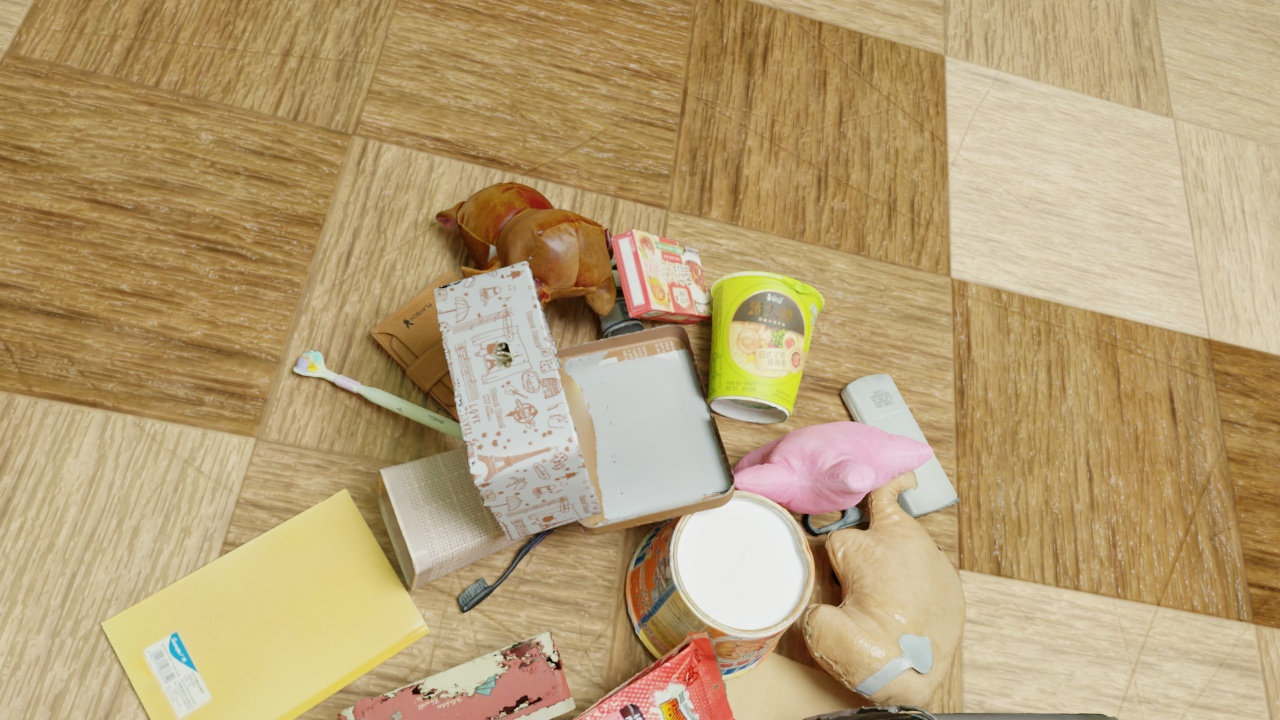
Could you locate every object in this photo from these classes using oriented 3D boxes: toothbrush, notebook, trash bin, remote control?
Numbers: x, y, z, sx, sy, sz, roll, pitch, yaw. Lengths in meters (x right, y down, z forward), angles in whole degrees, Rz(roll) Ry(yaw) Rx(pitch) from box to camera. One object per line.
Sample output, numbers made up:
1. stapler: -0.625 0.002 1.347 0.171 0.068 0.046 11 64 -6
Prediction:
1. toothbrush: -0.088 0.154 0.812 0.017 0.014 0.188 40 63 18
2. notebook: 0.139 0.340 0.788 0.211 0.012 0.149 22 62 -3
3. toothbrush: -0.219 0.035 0.803 0.189 0.020 0.029 22 51 13
4. trash bin: 0.261 0.361 0.703 0.219 0.200 0.198 4 66 -27
5. notebook: -0.296 0.214 0.736 0.205 0.010 0.146 -30 77 -24
6. remote control: 0.257 0.083 0.919 0.058 0.021 0.150 -13 65 -23

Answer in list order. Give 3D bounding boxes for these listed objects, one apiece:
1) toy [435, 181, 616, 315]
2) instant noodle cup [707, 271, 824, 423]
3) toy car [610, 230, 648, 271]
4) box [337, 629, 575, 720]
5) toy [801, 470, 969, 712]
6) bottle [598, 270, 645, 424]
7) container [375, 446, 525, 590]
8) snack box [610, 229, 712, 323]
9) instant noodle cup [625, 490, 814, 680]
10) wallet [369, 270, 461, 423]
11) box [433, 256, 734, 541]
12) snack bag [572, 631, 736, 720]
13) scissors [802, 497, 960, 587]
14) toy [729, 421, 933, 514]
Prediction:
1. toy: -0.104 -0.103 0.856 0.139 0.131 0.199 -9 36 -35
2. instant noodle cup: 0.114 -0.007 0.887 0.111 0.112 0.123 13 72 -8
3. toy car: -0.028 -0.105 0.929 0.090 0.035 0.042 -19 71 -18
4. box: -0.143 0.261 0.707 0.168 0.091 0.077 -16 75 -20
5. toy: 0.227 0.200 0.816 0.143 0.083 0.225 36 49 -7
6. bottle: -0.005 0.005 0.877 0.080 0.044 0.194 -19 70 -1
7. container: -0.152 0.125 0.768 0.110 0.090 0.090 -17 71 -24
8. snack box: 0.024 -0.076 0.871 0.026 0.152 0.075 -17 83 25
9. instant noodle cup: 0.071 0.184 0.777 0.151 0.112 0.151 6 61 -11
10. wallet: -0.169 -0.010 0.856 0.132 0.031 0.107 43 62 8
11. box: -0.041 0.024 0.713 0.205 0.158 0.180 -12 56 -6
12. snack bag: -0.019 0.303 0.711 0.207 0.129 0.073 -28 32 -17
13. scissors: 0.237 0.159 0.893 0.163 0.014 0.165 20 62 -8
14. toy: 0.161 0.095 0.835 0.194 0.179 0.074 -10 92 -53
